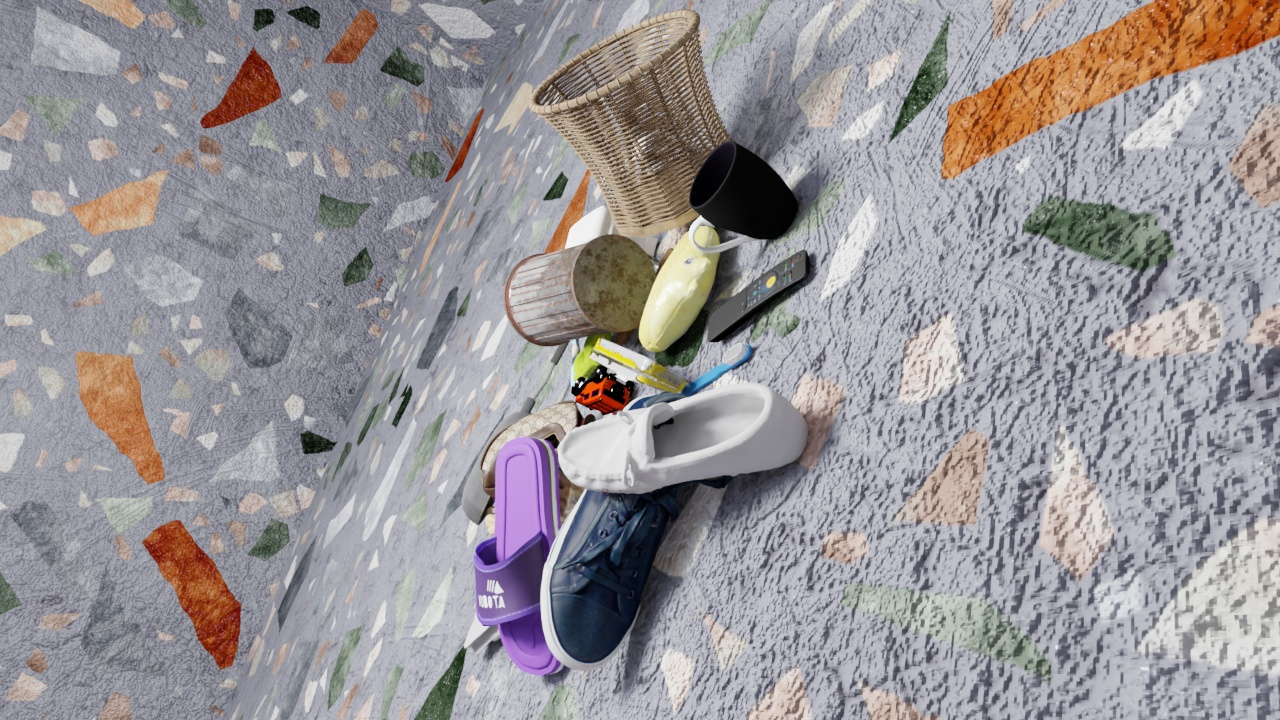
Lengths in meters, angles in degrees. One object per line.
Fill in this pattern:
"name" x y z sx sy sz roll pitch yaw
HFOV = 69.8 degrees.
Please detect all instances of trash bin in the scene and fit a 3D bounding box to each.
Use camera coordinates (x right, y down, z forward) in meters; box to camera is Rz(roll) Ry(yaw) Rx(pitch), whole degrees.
"trash bin" -0.087 -0.089 1.216 0.212 0.130 0.130 -6 60 57

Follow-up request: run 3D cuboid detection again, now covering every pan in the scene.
"pan" -0.169 0.072 1.341 0.357 0.041 0.179 -62 0 -8

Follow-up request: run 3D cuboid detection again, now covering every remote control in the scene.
"remote control" 0.124 -0.065 0.972 0.152 0.020 0.041 -37 34 44

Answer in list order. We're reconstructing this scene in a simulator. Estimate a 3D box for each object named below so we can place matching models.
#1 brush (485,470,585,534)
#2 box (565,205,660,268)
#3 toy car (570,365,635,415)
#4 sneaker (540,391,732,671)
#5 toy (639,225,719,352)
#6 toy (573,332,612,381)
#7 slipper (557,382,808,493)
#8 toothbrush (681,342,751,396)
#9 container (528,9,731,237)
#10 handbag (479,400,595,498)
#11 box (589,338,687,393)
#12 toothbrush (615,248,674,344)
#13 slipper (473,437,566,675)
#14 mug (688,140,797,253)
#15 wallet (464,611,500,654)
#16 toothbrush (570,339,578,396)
"brush" -0.126 0.191 1.174 0.272 0.056 0.083 -17 50 60
"box" -0.023 -0.159 1.273 0.191 0.110 0.083 0 68 61
"toy car" -0.051 0.044 1.178 0.100 0.051 0.048 -25 42 55
"sneaker" -0.005 0.159 0.899 0.294 0.120 0.127 -69 11 -20
"toy" 0.049 -0.090 1.102 0.170 0.064 0.155 -65 7 -11
"toy" -0.068 -0.010 1.295 0.094 0.036 0.094 -61 16 17
"slipper" 0.027 0.072 0.845 0.247 0.074 0.112 -12 35 30
"toothbrush" 0.066 0.021 1.007 0.167 0.014 0.016 -36 35 48
"container" 0.006 -0.287 1.140 0.227 0.196 0.226 -23 30 14
"handbag" -0.131 0.118 1.173 0.167 0.063 0.138 -23 25 22
"box" -0.006 0.006 1.098 0.033 0.064 0.209 -66 20 1
"toothbrush" 0.008 -0.082 1.213 0.167 0.016 0.016 -58 43 34
"slipper" -0.147 0.216 1.030 0.107 0.084 0.266 -18 69 39
"mug" 0.108 -0.164 1.004 0.119 0.100 0.085 -56 24 15
"wallet" -0.181 0.323 1.188 0.116 0.032 0.086 -47 17 32
"toothbrush" -0.099 0.005 1.366 0.154 0.016 0.022 -99 6 -55
